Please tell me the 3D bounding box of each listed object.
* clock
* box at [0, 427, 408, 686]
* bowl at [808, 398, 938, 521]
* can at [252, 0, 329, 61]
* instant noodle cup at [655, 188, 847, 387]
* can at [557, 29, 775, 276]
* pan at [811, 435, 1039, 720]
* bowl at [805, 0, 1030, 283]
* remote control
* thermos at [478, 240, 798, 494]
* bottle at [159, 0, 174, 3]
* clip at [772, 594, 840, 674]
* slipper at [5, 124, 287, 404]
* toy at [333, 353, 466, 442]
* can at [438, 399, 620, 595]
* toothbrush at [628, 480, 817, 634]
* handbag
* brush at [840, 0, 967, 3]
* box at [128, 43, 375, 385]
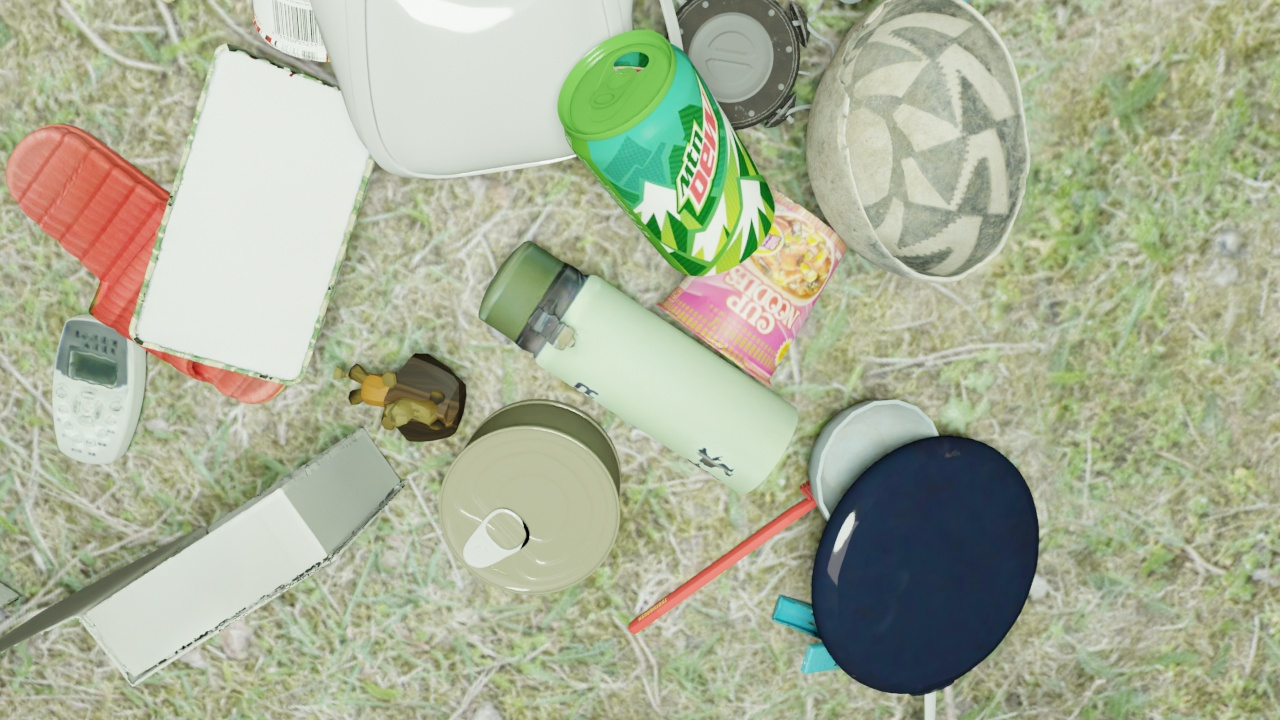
[{"bbox_3d":[0.064,-0.199,0.610,0.123,0.043,0.091,10,106,-2],"label":"clock"},{"bbox_3d":[-0.359,0.162,0.653,0.369,0.166,0.098,-26,98,6],"label":"box"},{"bbox_3d":[0.166,0.077,0.674,0.106,0.039,0.106,-4,101,-19],"label":"bowl"},{"bbox_3d":[-0.194,-0.256,0.556,0.086,0.086,0.117,14,136,-2],"label":"can"},{"bbox_3d":[0.081,-0.053,0.627,0.097,0.097,0.108,36,95,-8],"label":"instant noodle cup"},{"bbox_3d":[0.019,-0.120,0.554,0.083,0.083,0.144,-35,141,10],"label":"can"},{"bbox_3d":[0.221,0.230,0.692,0.198,0.021,0.357,-9,104,-20],"label":"pan"},{"bbox_3d":[0.166,-0.138,0.593,0.178,0.081,0.178,-2,94,-32],"label":"bowl"},{"bbox_3d":[-0.406,0.022,0.688,0.060,0.028,0.114,16,104,-3],"label":"remote control"},{"bbox_3d":[-0.004,0.004,0.645,0.231,0.082,0.082,34,103,-7],"label":"thermos"},{"bbox_3d":[-0.260,-0.297,0.584,0.166,0.059,0.059,-40,100,11],"label":"bottle"},{"bbox_3d":[0.169,0.221,0.702,0.119,0.102,0.027,12,107,-15],"label":"clip"},{"bbox_3d":[-0.348,-0.066,0.649,0.104,0.059,0.249,-43,98,11],"label":"slipper"},{"bbox_3d":[-0.177,0.024,0.668,0.100,0.062,0.076,14,124,3],"label":"toy"},{"bbox_3d":[-0.077,0.098,0.677,0.128,0.073,0.128,0,105,1],"label":"can"},{"bbox_3d":[0.071,0.149,0.718,0.213,0.012,0.018,-38,101,10],"label":"toothbrush"},{"bbox_3d":[-0.084,-0.225,0.533,0.215,0.095,0.223,-10,131,-10],"label":"handbag"},{"bbox_3d":[0.151,-0.264,0.584,0.136,0.055,0.075,35,98,-8],"label":"brush"},{"bbox_3d":[-0.252,-0.094,0.613,0.117,0.051,0.205,16,94,-19],"label":"box"}]
